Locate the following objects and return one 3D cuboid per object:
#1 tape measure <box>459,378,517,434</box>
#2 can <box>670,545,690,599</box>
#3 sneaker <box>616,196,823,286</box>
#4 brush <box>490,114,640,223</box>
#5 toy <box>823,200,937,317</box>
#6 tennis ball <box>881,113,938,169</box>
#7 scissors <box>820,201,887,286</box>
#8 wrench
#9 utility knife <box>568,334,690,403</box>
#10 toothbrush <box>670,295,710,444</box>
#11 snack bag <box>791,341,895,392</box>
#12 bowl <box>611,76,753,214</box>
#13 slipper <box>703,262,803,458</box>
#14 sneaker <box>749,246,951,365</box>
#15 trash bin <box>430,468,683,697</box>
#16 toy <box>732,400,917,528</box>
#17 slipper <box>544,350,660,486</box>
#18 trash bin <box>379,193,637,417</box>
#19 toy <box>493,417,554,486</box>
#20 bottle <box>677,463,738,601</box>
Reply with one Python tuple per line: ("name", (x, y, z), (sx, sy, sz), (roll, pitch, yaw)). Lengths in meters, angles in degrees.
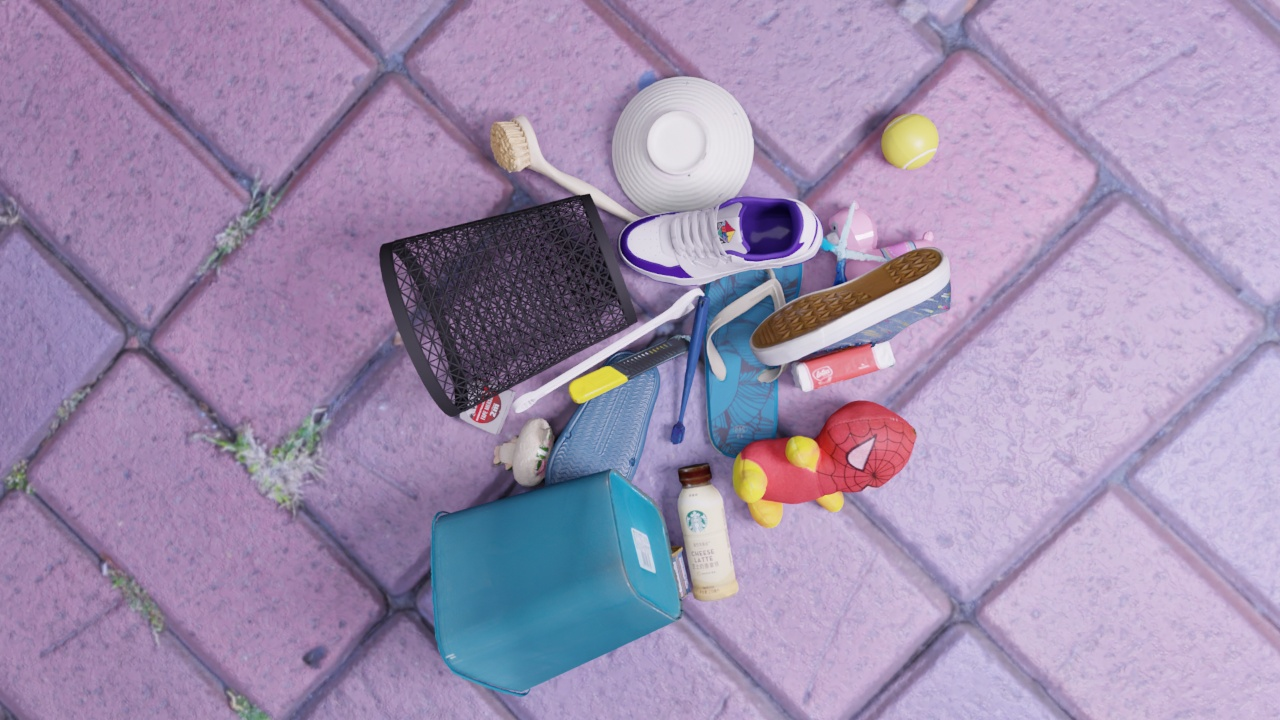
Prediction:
("tape measure", (-0.196, 0.057, 1.172), (0.062, 0.020, 0.060), (22, 92, 7))
("can", (0.009, 0.266, 1.121), (0.100, 0.053, 0.059), (-14, 90, 27))
("sneaker", (0.086, -0.141, 1.057), (0.244, 0.111, 0.092), (-5, 87, 12))
("brush", (-0.072, -0.216, 1.142), (0.272, 0.062, 0.077), (34, 66, 1))
("toy", (0.294, -0.118, 1.093), (0.123, 0.067, 0.157), (-18, 84, 5))
("tennis ball", (0.320, -0.260, 1.089), (0.065, 0.065, 0.065), (0, 90, 6))
("scissors", (0.232, -0.122, 1.081), (0.127, 0.014, 0.133), (13, 103, 37))
("wrench", (-0.036, -0.013, 1.098), (0.273, 0.047, 0.009), (-32, 75, -16))
("utility knife", (-0.007, 0.007, 1.120), (0.174, 0.020, 0.028), (-24, 74, -11))
("toothbrush", (0.060, 0.014, 1.124), (0.016, 0.017, 0.190), (14, 104, 13))
("snack bag", (0.239, 0.005, 1.093), (0.116, 0.077, 0.036), (-17, 90, 6))
("bowl", (0.048, -0.259, 1.109), (0.177, 0.070, 0.177), (1, 97, 7))
("slipper", (0.130, -0.025, 1.116), (0.118, 0.060, 0.295), (5, 91, 10))
("sneaker", (0.241, -0.042, 1.031), (0.236, 0.087, 0.079), (-25, 122, 14))
("trash bin", (-0.089, 0.242, 1.034), (0.219, 0.199, 0.196), (-23, 54, 16))
("toy", (0.216, 0.116, 1.076), (0.216, 0.147, 0.098), (-24, 59, 8))
("slipper", (-0.040, 0.090, 1.136), (0.104, 0.059, 0.213), (25, 78, 4))
("trash bin", (-0.145, -0.078, 1.081), (0.243, 0.217, 0.217), (-21, 88, -1))
("toy", (-0.138, 0.114, 1.145), (0.050, 0.113, 0.087), (18, 69, -29))
("bottle", (0.079, 0.209, 1.122), (0.056, 0.056, 0.162), (-10, 89, 6))
